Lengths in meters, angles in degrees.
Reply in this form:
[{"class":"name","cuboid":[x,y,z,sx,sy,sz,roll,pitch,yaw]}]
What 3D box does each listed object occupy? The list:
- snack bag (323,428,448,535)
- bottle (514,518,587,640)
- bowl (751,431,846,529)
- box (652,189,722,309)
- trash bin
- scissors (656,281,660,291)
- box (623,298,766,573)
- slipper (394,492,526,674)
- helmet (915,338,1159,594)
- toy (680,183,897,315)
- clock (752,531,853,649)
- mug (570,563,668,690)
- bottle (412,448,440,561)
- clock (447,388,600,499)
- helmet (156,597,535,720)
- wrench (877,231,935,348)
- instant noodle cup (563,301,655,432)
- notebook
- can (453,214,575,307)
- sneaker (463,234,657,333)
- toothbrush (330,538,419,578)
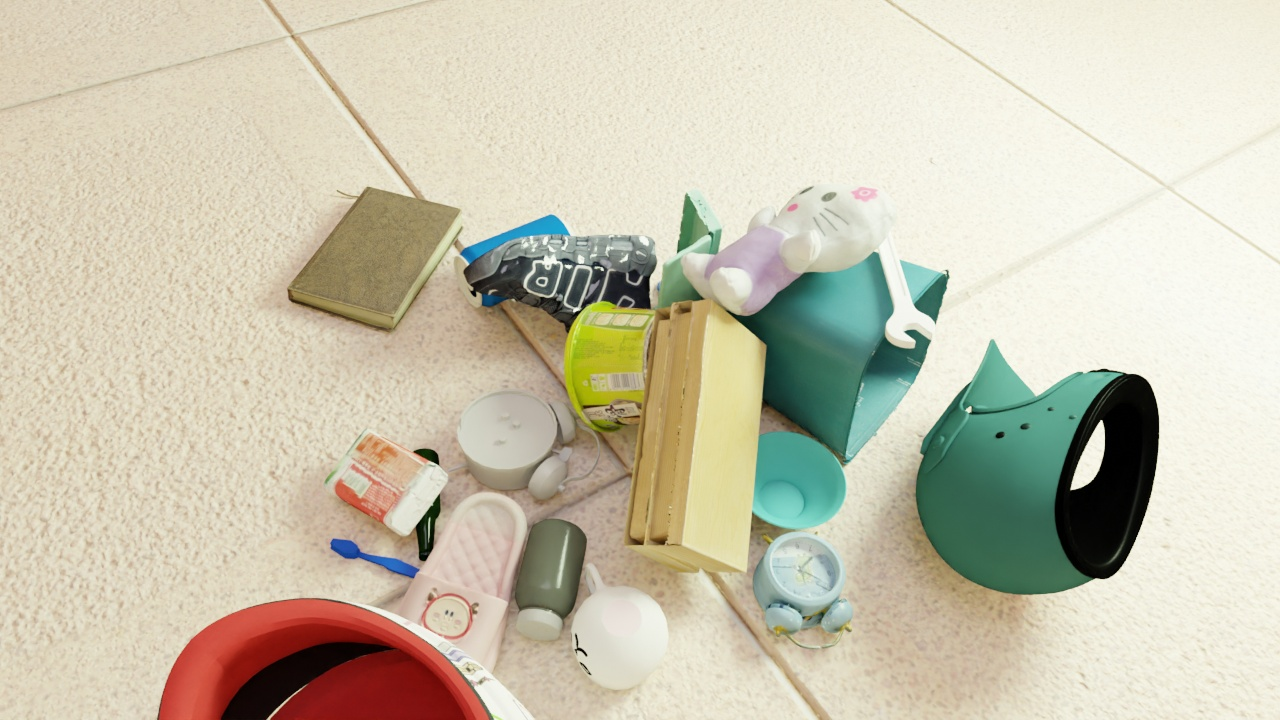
[{"class":"snack bag","cuboid":[-0.261,0.124,0.940,0.116,0.036,0.076,20,66,32]},{"class":"bottle","cuboid":[-0.089,0.213,0.894,0.060,0.060,0.108,9,50,2]},{"class":"bowl","cuboid":[0.156,0.139,0.987,0.121,0.046,0.121,3,50,-3]},{"class":"box","cuboid":[0.043,-0.098,1.076,0.112,0.188,0.078,-39,67,-22]},{"class":"trash bin","cuboid":[0.200,-0.038,1.056,0.219,0.199,0.196,30,53,27]},{"class":"scissors","cuboid":[0.076,-0.107,1.205,0.127,0.014,0.127,1,52,-3]},{"class":"box","cuboid":[0.054,0.079,0.924,0.092,0.128,0.248,-10,63,37]},{"class":"slipper","cuboid":[-0.174,0.223,0.874,0.107,0.056,0.221,14,56,5]},{"class":"helmet","cuboid":[0.390,0.105,0.941,0.176,0.201,0.274,45,64,-25]},{"class":"toy","cuboid":[0.156,-0.114,0.946,0.209,0.085,0.137,-28,22,-10]},{"class":"clock","cuboid":[0.161,0.228,0.911,0.088,0.052,0.124,-1,50,-8]},{"class":"mug","cuboid":[-0.027,0.244,0.863,0.090,0.076,0.123,-17,54,-19]},{"class":"bottle","cuboid":[-0.224,0.150,0.952,0.033,0.033,0.122,-5,52,-9]},{"class":"clock","cuboid":[-0.123,0.088,0.994,0.159,0.061,0.119,7,50,2]},{"class":"helmet","cuboid":[-0.192,0.324,0.675,0.314,0.237,0.230,32,58,11]},{"class":"wrench","cuboid":[0.267,-0.104,0.979,0.047,0.009,0.272,-3,41,5]},{"class":"instant noodle cup","cuboid":[-0.006,0.006,1.005,0.098,0.146,0.145,-3,44,30]},{"class":"notebook","cuboid":[-0.353,-0.143,1.182,0.190,0.035,0.214,16,51,9]},{"class":"can","cuboid":[-0.154,-0.126,1.157,0.145,0.079,0.079,-26,57,-24]},{"class":"sneaker","cuboid":[-0.084,-0.065,1.083,0.252,0.097,0.150,-7,83,-33]},{"class":"toothbrush","cuboid":[-0.224,0.211,0.914,0.187,0.011,0.016,17,51,9]}]
